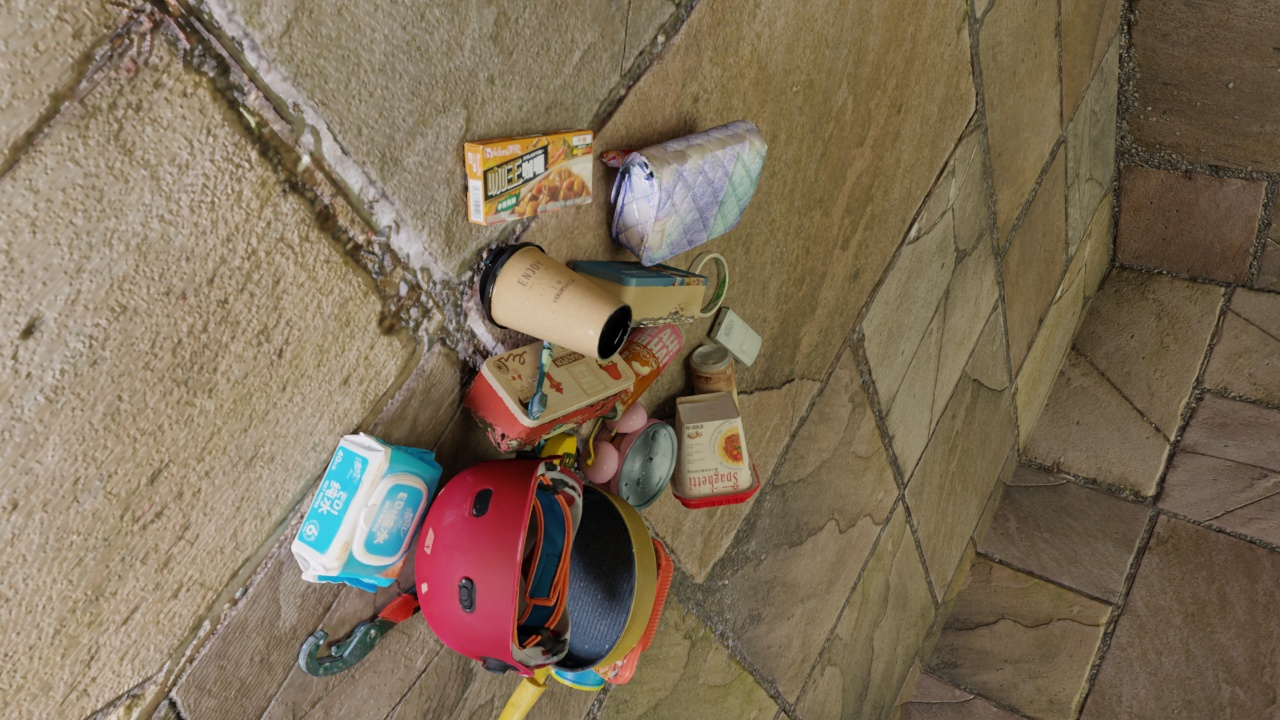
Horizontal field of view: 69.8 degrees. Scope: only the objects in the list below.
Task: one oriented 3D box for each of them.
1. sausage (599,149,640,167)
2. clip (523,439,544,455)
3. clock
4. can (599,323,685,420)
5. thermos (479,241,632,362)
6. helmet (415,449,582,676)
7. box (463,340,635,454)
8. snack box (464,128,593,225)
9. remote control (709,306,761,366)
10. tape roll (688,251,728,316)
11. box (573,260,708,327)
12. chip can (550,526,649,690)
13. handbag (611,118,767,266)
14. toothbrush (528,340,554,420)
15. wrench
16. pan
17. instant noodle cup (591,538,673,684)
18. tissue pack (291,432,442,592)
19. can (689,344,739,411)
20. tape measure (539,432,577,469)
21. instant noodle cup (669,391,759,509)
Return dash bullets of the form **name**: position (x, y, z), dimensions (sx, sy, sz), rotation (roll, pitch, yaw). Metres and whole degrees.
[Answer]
- **sausage**: position (0.006, -0.228, 1.036), dimensions (0.155, 0.020, 0.020), rotation (-15, 117, -50)
- **clip**: position (-0.115, 0.078, 1.018), dimensions (0.033, 0.013, 0.054), rotation (27, 83, -56)
- **clock**: position (-0.018, 0.114, 1.128), dimensions (0.117, 0.060, 0.158), rotation (-58, 145, -17)
- **can**: position (-0.006, 0.006, 1.086), dimensions (0.146, 0.058, 0.058), rotation (-47, 139, -36)
- **thermos**: position (-0.083, -0.055, 0.899), dimensions (0.092, 0.143, 0.093), rotation (-46, 151, -35)
- **helmet**: position (-0.145, 0.187, 0.872), dimensions (0.240, 0.144, 0.206), rotation (65, 29, -72)
- **box**: position (-0.095, 0.035, 0.953), dimensions (0.167, 0.091, 0.076), rotation (-22, 156, -47)
- **snack box**: position (-0.106, -0.182, 0.899), dimensions (0.153, 0.026, 0.075), rotation (-23, 123, -47)
- **remote control**: position (0.138, -0.032, 1.303), dimensions (0.125, 0.024, 0.049), rotation (33, 78, -54)
- **tape roll**: position (0.087, -0.100, 1.210), dimensions (0.085, 0.014, 0.086), rotation (-27, 126, -45)
- **box**: position (-0.004, -0.076, 1.031), dimensions (0.184, 0.090, 0.060), rotation (-6, 111, -58)
- **chip can**: position (-0.052, 0.302, 1.159), dimensions (0.071, 0.071, 0.210), rotation (13, 94, -55)
- **handbag**: position (0.052, -0.195, 1.048), dimensions (0.193, 0.075, 0.134), rotation (-28, 148, -40)
- **toothbrush**: position (-0.091, -0.012, 0.925), dimensions (0.016, 0.018, 0.191), rotation (36, 36, -25)
- **wrench**: position (-0.225, 0.234, 0.939), dimensions (0.272, 0.016, 0.056), rotation (-31, 129, -42)
- **pan**: position (-0.099, 0.308, 0.992), dimensions (0.078, 0.198, 0.357), rotation (15, 94, -42)
- **instant noodle cup**: position (-0.035, 0.261, 1.054), dimensions (0.079, 0.189, 0.164), rotation (16, 93, -42)
- **tissue pack**: position (-0.243, 0.137, 0.828), dimensions (0.090, 0.063, 0.140), rotation (33, 78, -54)
- **can**: position (0.102, 0.039, 1.256), dimensions (0.058, 0.058, 0.116), rotation (-41, 135, -36)
- **tape measure**: position (-0.092, 0.112, 1.041), dimensions (0.057, 0.029, 0.060), rotation (18, 90, -73)
- **instant noodle cup**: position (0.092, 0.115, 1.210), dimensions (0.116, 0.116, 0.124), rotation (-101, -177, -63)
